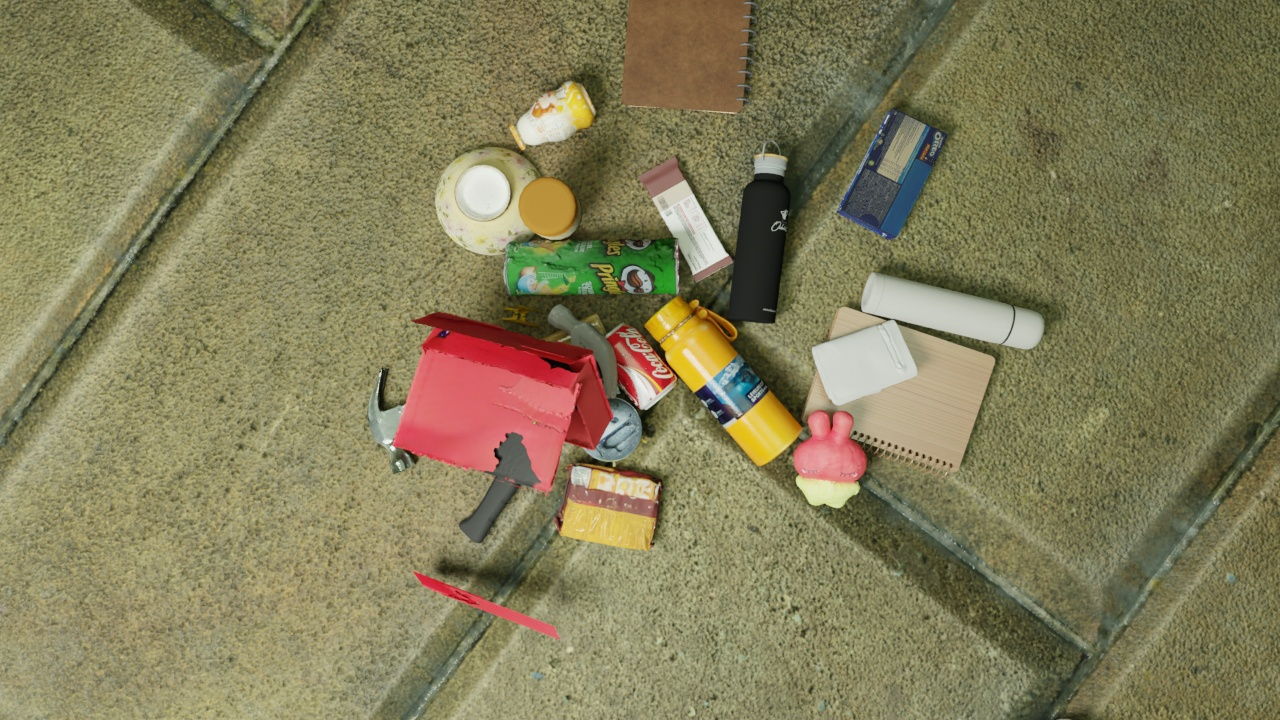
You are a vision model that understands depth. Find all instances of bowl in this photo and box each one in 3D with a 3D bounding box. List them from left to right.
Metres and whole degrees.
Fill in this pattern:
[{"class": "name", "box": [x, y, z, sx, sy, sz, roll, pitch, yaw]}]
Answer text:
[{"class": "bowl", "box": [-0.197, -0.210, 1.177, 0.145, 0.063, 0.145, 0, 90, 1]}]

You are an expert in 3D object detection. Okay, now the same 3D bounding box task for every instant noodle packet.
[{"class": "instant noodle packet", "box": [-0.041, 0.188, 1.189, 0.135, 0.039, 0.098, 10, 90, -1]}]

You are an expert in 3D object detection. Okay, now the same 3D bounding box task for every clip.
[{"class": "clip", "box": [-0.157, -0.055, 1.190, 0.050, 0.053, 0.044, -27, 73, 25]}]

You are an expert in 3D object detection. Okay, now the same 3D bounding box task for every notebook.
[{"class": "notebook", "box": [0.067, -0.436, 1.190, 0.167, 0.024, 0.225, 4, 91, 2]}, {"class": "notebook", "box": [0.331, 0.043, 1.188, 0.210, 0.022, 0.169, 19, 90, 1]}]

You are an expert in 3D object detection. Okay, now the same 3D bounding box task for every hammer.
[{"class": "hammer", "box": [-0.200, 0.020, 1.196, 0.330, 0.033, 0.132, -25, 89, 0]}, {"class": "hammer", "box": [-0.136, 0.097, 1.165, 0.127, 0.029, 0.324, 36, 103, 20]}]

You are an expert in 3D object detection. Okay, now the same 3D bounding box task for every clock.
[{"class": "clock", "box": [-0.047, 0.075, 1.179, 0.083, 0.057, 0.117, -36, 90, 2]}]

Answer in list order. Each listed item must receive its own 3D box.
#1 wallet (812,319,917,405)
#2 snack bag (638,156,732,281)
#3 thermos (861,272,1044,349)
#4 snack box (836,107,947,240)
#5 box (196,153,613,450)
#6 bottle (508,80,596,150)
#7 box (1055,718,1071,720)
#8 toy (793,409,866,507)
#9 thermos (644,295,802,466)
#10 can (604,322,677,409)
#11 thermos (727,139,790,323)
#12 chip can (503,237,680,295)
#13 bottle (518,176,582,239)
[{"class": "wallet", "box": [0.284, 0.003, 1.166, 0.116, 0.032, 0.086, -16, 78, 2]}, {"class": "snack bag", "box": [0.059, -0.184, 1.196, 0.057, 0.013, 0.158, -30, 90, 3]}, {"class": "thermos", "box": [0.399, -0.062, 1.171, 0.224, 0.052, 0.052, 14, 90, 1]}, {"class": "snack box", "box": [0.325, -0.240, 1.184, 0.082, 0.027, 0.150, 28, 92, -1]}, {"class": "box", "box": [-0.202, -0.020, 0.912, 0.215, 0.511, 0.141, 15, 75, 22]}, {"class": "bottle", "box": [-0.113, -0.310, 1.175, 0.109, 0.063, 0.063, -30, 90, 1]}, {"class": "box", "box": [0.504, 0.533, 1.141, 0.137, 0.083, 0.143, -18, 57, 3]}, {"class": "toy", "box": [0.241, 0.125, 1.167, 0.092, 0.045, 0.135, 6, 110, 10]}, {"class": "thermos", "box": [0.106, 0.020, 1.172, 0.232, 0.091, 0.076, 49, 131, 1]}, {"class": "can", "box": [-0.007, 0.007, 1.173, 0.064, 0.064, 0.105, -40, 90, 1]}, {"class": "thermos", "box": [0.155, -0.165, 1.171, 0.061, 0.061, 0.231, 7, 90, 1]}, {"class": "chip can", "box": [-0.062, -0.119, 1.170, 0.223, 0.075, 0.075, -1, 90, 2]}, {"class": "bottle", "box": [-0.106, -0.183, 1.129, 0.068, 0.157, 0.068, 0, 94, 1]}]
